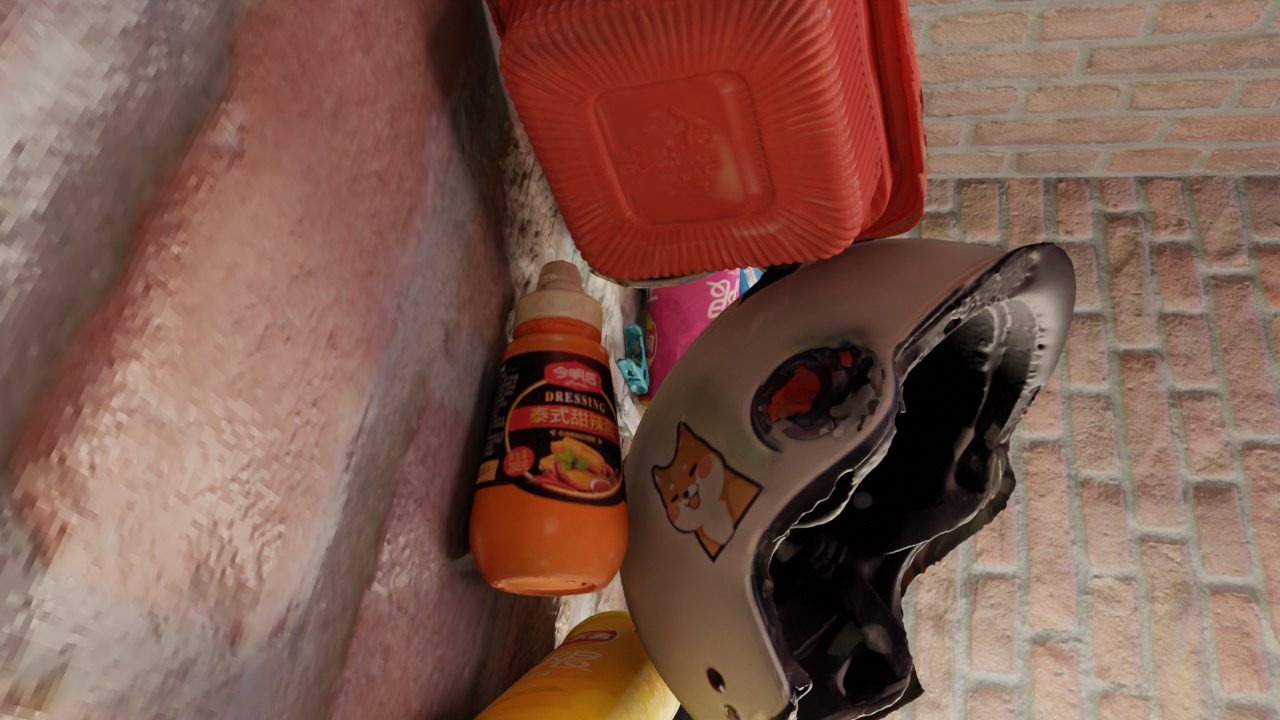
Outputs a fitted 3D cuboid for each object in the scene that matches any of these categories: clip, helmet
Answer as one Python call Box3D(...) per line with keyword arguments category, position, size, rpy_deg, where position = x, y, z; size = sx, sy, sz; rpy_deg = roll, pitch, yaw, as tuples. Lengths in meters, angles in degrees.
Box3D(category="clip", position=(-0.010, 0.042, 0.602), size=(0.058, 0.042, 0.026), rpy_deg=(70, 27, -51))
Box3D(category="helmet", position=(0.084, 0.052, 0.461), size=(0.229, 0.157, 0.274), rpy_deg=(20, 95, -55))
Box3D(category="clip", position=(-0.004, 0.004, 0.626), size=(0.054, 0.013, 0.032), rpy_deg=(75, 23, -51))

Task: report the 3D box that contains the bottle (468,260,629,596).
Box3D(category="bottle", position=(-0.038, 0.024, 0.401), size=(0.067, 0.067, 0.149), rpy_deg=(62, 26, -64))

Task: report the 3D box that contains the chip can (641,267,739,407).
Box3D(category="chip can", position=(0.038, -0.070, 0.666), size=(0.071, 0.071, 0.210), rpy_deg=(-8, 99, -76))

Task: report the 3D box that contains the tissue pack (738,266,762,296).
Box3D(category="tissue pack", position=(0.070, -0.081, 0.742), size=(0.094, 0.052, 0.157), rpy_deg=(-1, 76, -65))

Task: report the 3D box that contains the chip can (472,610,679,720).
Box3D(category="chip can", position=(-0.035, 0.169, 0.397), size=(0.213, 0.072, 0.072), rpy_deg=(3, 89, -77))

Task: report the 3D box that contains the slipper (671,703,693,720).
Box3D(category="slipper", position=(0.078, 0.326, 0.717), size=(0.110, 0.083, 0.268), rpy_deg=(10, 99, -35))

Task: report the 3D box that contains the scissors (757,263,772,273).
Box3D(category="scissors", position=(0.060, -0.122, 0.552), size=(0.207, 0.015, 0.201), rpy_deg=(-38, -124, 51))

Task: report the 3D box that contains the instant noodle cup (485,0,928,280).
Box3D(category="instant noodle cup", position=(0.023, -0.103, 0.359), size=(0.078, 0.165, 0.189), rpy_deg=(-73, 150, -44))

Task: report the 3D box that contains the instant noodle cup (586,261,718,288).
Box3D(category="instant noodle cup", position=(0.005, -0.116, 0.472), size=(0.111, 0.111, 0.120), rpy_deg=(-73, 152, -46))
